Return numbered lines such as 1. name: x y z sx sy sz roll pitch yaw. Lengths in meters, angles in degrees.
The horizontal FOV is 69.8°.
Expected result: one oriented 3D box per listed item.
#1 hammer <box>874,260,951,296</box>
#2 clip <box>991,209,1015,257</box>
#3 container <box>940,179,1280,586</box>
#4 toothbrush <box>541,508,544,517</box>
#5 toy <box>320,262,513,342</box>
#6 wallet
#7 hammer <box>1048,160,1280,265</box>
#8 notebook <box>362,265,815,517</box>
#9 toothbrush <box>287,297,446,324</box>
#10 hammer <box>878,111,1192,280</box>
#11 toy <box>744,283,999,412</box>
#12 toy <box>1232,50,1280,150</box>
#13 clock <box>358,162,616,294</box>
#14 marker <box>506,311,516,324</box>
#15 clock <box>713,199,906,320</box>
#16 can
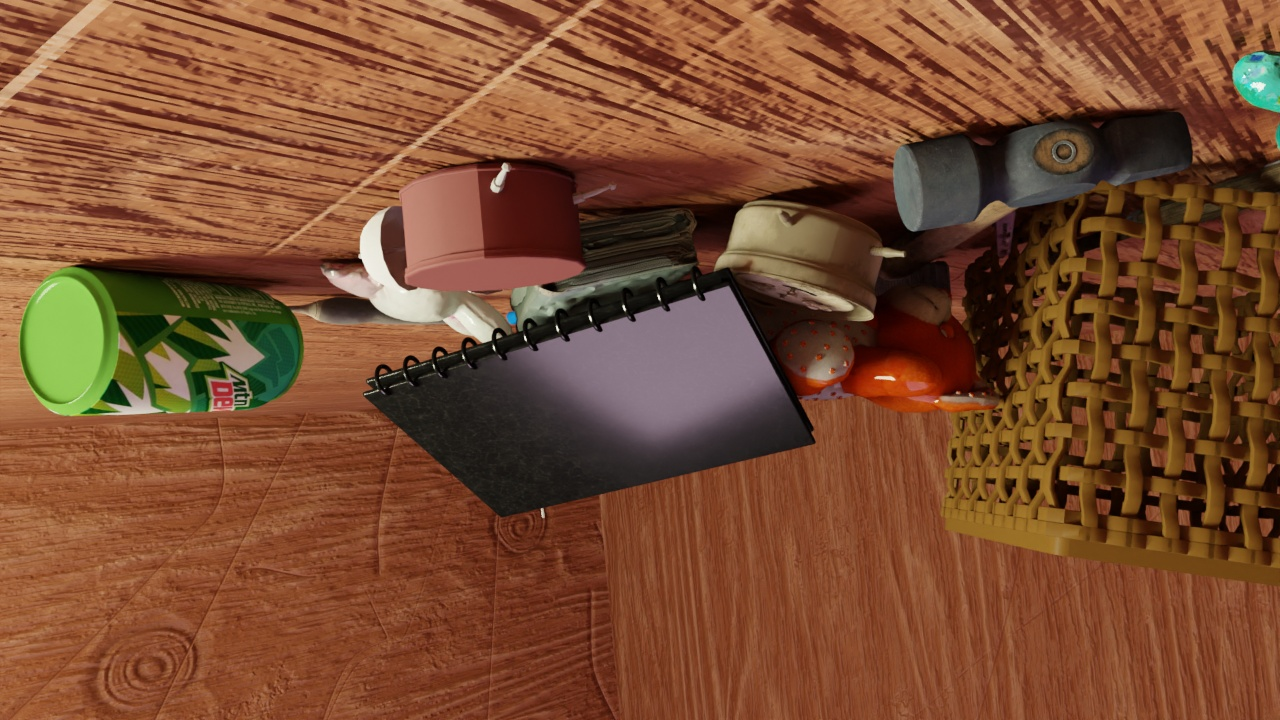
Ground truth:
1. hammer: 0.108 -0.053 0.842 0.323 0.044 0.098 -5 177 34
2. clip: 0.239 -0.093 0.609 0.014 0.045 0.051 -7 133 16
3. container: 0.352 0.029 0.620 0.219 0.214 0.251 7 174 5
4. toothbrush: -0.073 0.023 0.647 0.010 0.181 0.010 -7 -171 -12
5. toy: -0.142 -0.042 0.589 0.125 0.037 0.076 23 172 -31
6. wallet: -0.026 -0.053 0.552 0.100 0.054 0.132 -16 179 -16
7. hammer: 0.356 -0.099 0.582 0.147 0.028 0.317 1 174 -10
8. notebook: -0.029 0.029 0.562 0.232 0.019 0.169 -16 138 19
9. toothbrush: -0.221 -0.038 0.701 0.185 0.024 0.022 -2 135 -40
10. hammer: 0.190 -0.082 0.556 0.129 0.040 0.322 -10 177 2
11. toy: 0.153 -0.015 0.625 0.172 0.093 0.163 10 -156 -15
12. toy: 0.284 -0.093 0.322 0.131 0.072 0.193 -7 167 25
13. clock: -0.077 -0.058 0.434 0.125 0.044 0.087 -9 175 43
14. marker: -0.080 -0.048 0.812 0.013 0.013 0.142 -3 175 -36
15. clock: 0.088 -0.059 0.536 0.093 0.054 0.141 17 177 -11
16. can: -0.288 -0.009 0.567 0.083 0.083 0.144 -7 176 24
